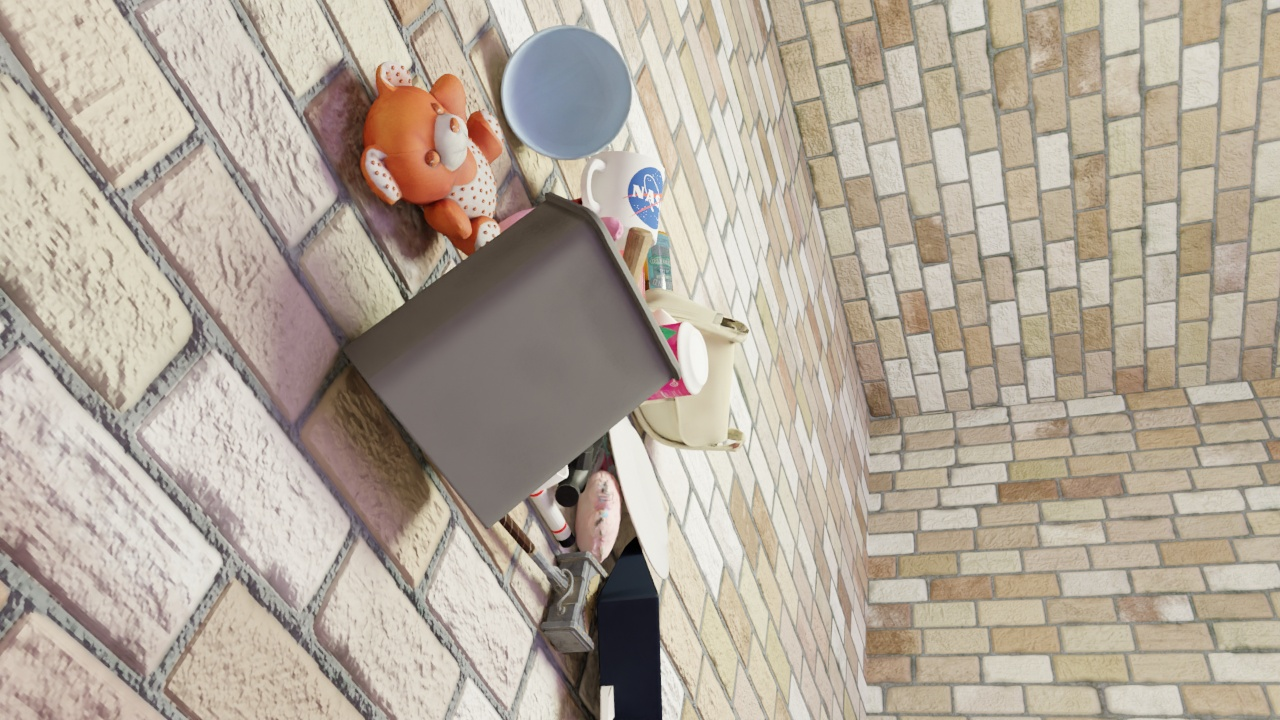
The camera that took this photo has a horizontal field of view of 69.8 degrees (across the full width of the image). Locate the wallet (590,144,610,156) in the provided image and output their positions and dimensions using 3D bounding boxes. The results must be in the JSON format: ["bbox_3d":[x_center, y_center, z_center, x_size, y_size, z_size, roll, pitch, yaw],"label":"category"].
[{"bbox_3d":[-0.087,-0.313,1.165,0.032,0.086,0.116,-31,111,-29],"label":"wallet"}]

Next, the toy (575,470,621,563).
[{"bbox_3d":[-0.048,0.179,1.074,0.105,0.053,0.108,109,-12,-69],"label":"toy"}]

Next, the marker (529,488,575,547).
[{"bbox_3d":[-0.107,0.154,1.008,0.019,0.019,0.146,-75,149,-46],"label":"marker"}]

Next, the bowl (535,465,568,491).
[{"bbox_3d":[-0.121,0.085,0.920,0.105,0.054,0.105,60,4,-7],"label":"bowl"}]

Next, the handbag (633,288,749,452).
[{"bbox_3d":[0.055,0.031,1.278,0.131,0.184,0.229,-62,155,-53],"label":"handbag"}]

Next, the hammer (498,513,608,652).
[{"bbox_3d":[-0.124,0.179,0.934,0.098,0.044,0.322,-78,149,-42],"label":"hammer"}]

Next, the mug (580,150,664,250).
[{"bbox_3d":[-0.030,-0.189,1.064,0.121,0.091,0.090,20,73,-53],"label":"mug"}]

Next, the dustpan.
[{"bbox_3d":[-0.020,0.364,1.050,0.273,0.080,0.236,-127,-146,-76],"label":"dustpan"}]

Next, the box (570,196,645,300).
[{"bbox_3d":[-0.045,-0.126,1.178,0.129,0.087,0.158,19,65,-68],"label":"box"}]

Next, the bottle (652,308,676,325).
[{"bbox_3d":[-0.007,-0.001,1.195,0.051,0.146,0.051,42,5,-4],"label":"bottle"}]

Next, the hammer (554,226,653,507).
[{"bbox_3d":[-0.039,0.002,1.020,0.132,0.040,0.306,-75,-179,-74],"label":"hammer"}]

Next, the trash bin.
[{"bbox_3d":[-0.102,0.001,0.782,0.219,0.097,0.192,-39,126,-13],"label":"trash bin"}]

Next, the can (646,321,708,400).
[{"bbox_3d":[-0.007,0.007,1.117,0.088,0.166,0.088,-7,90,-69],"label":"can"}]

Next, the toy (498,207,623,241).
[{"bbox_3d":[-0.101,-0.079,0.978,0.127,0.187,0.265,7,46,-31],"label":"toy"}]

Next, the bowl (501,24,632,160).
[{"bbox_3d":[-0.088,-0.315,1.082,0.074,0.150,0.151,-111,-175,-71],"label":"bowl"}]

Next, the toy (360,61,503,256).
[{"bbox_3d":[-0.181,-0.183,0.835,0.172,0.093,0.163,34,52,-61],"label":"toy"}]

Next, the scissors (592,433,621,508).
[{"bbox_3d":[-0.046,0.120,1.195,0.076,0.017,0.174,32,49,-59],"label":"scissors"}]

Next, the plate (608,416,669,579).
[{"bbox_3d":[0.004,0.165,1.202,0.242,0.016,0.242,-17,89,-83],"label":"plate"}]

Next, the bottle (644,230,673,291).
[{"bbox_3d":[0.014,-0.108,1.354,0.067,0.068,0.157,15,69,-68],"label":"bottle"}]
